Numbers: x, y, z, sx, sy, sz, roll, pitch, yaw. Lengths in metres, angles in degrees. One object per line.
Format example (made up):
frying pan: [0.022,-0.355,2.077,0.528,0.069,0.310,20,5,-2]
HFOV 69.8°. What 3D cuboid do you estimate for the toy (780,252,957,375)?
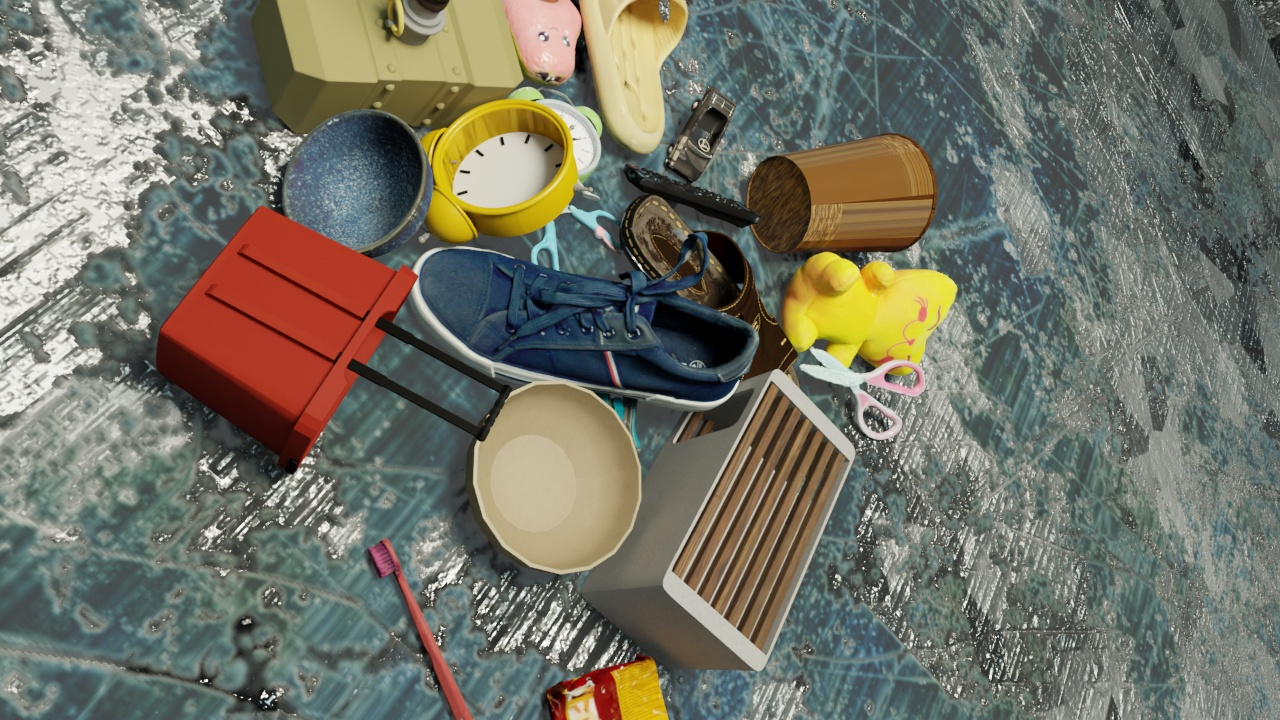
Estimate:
toy: [0.238,-0.050,0.988,0.193,0.135,0.087,7,28,-29]

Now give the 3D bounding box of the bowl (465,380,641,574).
bowl: [-0.075,0.095,0.736,0.152,0.051,0.152,12,69,-33]

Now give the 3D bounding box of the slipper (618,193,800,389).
slipper: [0.081,-0.049,0.876,0.268,0.076,0.112,52,52,-14]

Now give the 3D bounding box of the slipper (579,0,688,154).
slipper: [-0.002,-0.332,0.893,0.111,0.079,0.261,9,72,-49]

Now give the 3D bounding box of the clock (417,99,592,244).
clock: [-0.121,-0.150,0.741,0.152,0.052,0.113,-16,62,0]

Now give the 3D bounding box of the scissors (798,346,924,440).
scissors: [0.225,0.037,0.972,0.178,0.016,0.103,12,106,-30]

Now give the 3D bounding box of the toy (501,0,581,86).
toy: [-0.091,-0.300,0.846,0.089,0.051,0.110,2,70,-43]

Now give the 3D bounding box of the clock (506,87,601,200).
clock: [-0.080,-0.196,0.824,0.094,0.043,0.119,15,61,-27]

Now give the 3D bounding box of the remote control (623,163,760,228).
remote control: [0.052,-0.162,0.918,0.150,0.047,0.022,12,113,-34]

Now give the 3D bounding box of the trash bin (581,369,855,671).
trash bin: [0.072,0.136,0.789,0.114,0.115,0.228,44,55,-17]

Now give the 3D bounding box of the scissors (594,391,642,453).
scissors: [-0.025,0.051,0.804,0.127,0.019,0.142,-46,109,-29]

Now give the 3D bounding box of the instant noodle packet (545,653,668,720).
instant noodle packet: [-0.019,0.308,0.719,0.098,0.040,0.135,-6,77,-36]

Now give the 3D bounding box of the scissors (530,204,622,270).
scissors: [-0.072,-0.121,0.834,0.135,0.015,0.133,30,58,-18]

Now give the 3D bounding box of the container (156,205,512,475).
container: [-0.201,0.004,0.625,0.201,0.127,0.147,32,59,-13]

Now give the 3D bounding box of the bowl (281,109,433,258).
bowl: [-0.204,-0.125,0.695,0.061,0.114,0.114,42,40,-73]

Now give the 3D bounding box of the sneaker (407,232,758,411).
sneaker: [-0.037,-0.043,0.739,0.294,0.127,0.120,15,65,-13]

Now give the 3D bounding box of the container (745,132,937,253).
container: [0.210,-0.174,0.985,0.167,0.132,0.132,-11,83,-32]

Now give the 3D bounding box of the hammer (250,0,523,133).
hammer: [-0.129,-0.276,0.638,0.189,0.326,0.100,-11,82,-38]

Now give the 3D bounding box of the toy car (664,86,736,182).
toy car: [0.063,-0.228,0.930,0.040,0.037,0.092,27,94,-28]

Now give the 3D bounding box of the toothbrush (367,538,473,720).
toothbrush: [-0.151,0.218,0.665,0.016,0.016,0.190,-25,92,-34]
